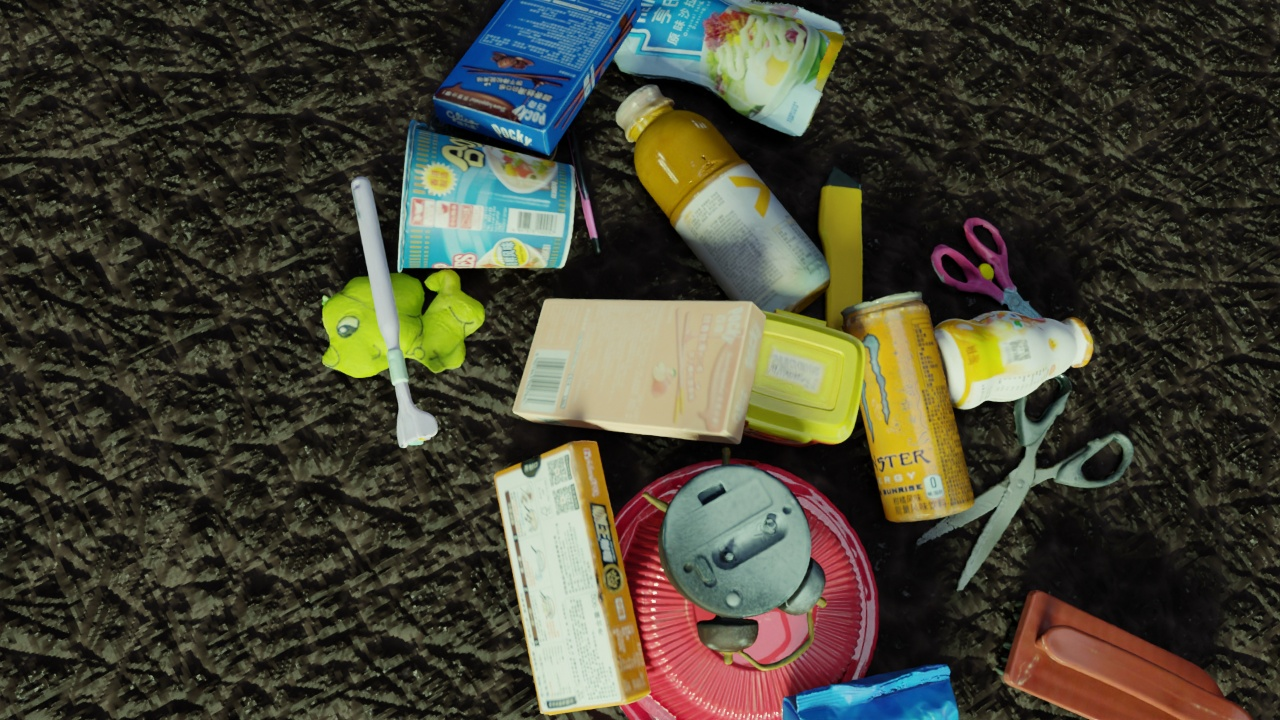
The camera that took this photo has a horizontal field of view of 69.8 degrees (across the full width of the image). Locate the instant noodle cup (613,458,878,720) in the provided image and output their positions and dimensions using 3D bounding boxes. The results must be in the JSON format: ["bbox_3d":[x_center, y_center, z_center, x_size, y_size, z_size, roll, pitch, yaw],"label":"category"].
[{"bbox_3d":[0.064,0.153,0.569,0.194,0.066,0.193,2,76,-6],"label":"instant noodle cup"}]

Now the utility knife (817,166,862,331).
[{"bbox_3d":[0.143,-0.048,0.658,0.033,0.015,0.192,5,75,-5],"label":"utility knife"}]

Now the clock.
[{"bbox_3d":[0.056,0.114,0.516,0.082,0.055,0.122,-27,80,-13],"label":"clock"}]

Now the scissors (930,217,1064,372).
[{"bbox_3d":[0.278,-0.051,0.677,0.137,0.017,0.077,40,66,1],"label":"scissors"}]

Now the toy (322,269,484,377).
[{"bbox_3d":[-0.160,-0.026,0.610,0.100,0.031,0.096,24,68,-3],"label":"toy"}]

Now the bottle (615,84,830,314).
[{"bbox_3d":[0.052,-0.109,0.637,0.068,0.068,0.189,-35,81,-14],"label":"bottle"}]

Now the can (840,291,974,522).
[{"bbox_3d":[0.176,0.031,0.609,0.058,0.058,0.146,-10,83,-9],"label":"can"}]

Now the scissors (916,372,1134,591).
[{"bbox_3d":[0.268,0.080,0.640,0.159,0.014,0.170,4,76,-3],"label":"scissors"}]

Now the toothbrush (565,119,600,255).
[{"bbox_3d":[-0.048,-0.165,0.670,0.017,0.014,0.189,-8,76,-21],"label":"toothbrush"}]

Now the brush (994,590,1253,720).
[{"bbox_3d":[0.307,0.203,0.579,0.146,0.069,0.063,25,74,1],"label":"brush"}]

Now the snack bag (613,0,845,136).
[{"bbox_3d":[0.052,-0.243,0.691,0.191,0.039,0.110,23,79,4],"label":"snack bag"}]

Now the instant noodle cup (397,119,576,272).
[{"bbox_3d":[-0.101,-0.102,0.609,0.110,0.099,0.099,5,74,-13],"label":"instant noodle cup"}]

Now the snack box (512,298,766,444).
[{"bbox_3d":[-0.003,0.003,0.578,0.157,0.026,0.084,4,71,32],"label":"snack box"}]

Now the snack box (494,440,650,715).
[{"bbox_3d":[-0.044,0.132,0.558,0.026,0.075,0.153,2,69,-48],"label":"snack box"}]

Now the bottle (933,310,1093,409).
[{"bbox_3d":[0.253,-0.004,0.633,0.108,0.063,0.063,-10,76,-9],"label":"bottle"}]

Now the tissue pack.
[{"bbox_3d":[0.133,0.242,0.525,0.095,0.052,0.157,-11,116,-9],"label":"tissue pack"}]

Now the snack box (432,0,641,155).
[{"bbox_3d":[-0.068,-0.214,0.638,0.084,0.026,0.156,20,62,13],"label":"snack box"}]

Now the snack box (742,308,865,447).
[{"bbox_3d":[0.091,0.015,0.601,0.091,0.080,0.082,15,74,-2],"label":"snack box"}]

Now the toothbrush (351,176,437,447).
[{"bbox_3d":[-0.161,-0.036,0.586,0.029,0.021,0.189,-21,72,14],"label":"toothbrush"}]

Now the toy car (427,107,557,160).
[{"bbox_3d":[-0.103,-0.156,0.649,0.090,0.035,0.042,9,75,-2],"label":"toy car"}]
